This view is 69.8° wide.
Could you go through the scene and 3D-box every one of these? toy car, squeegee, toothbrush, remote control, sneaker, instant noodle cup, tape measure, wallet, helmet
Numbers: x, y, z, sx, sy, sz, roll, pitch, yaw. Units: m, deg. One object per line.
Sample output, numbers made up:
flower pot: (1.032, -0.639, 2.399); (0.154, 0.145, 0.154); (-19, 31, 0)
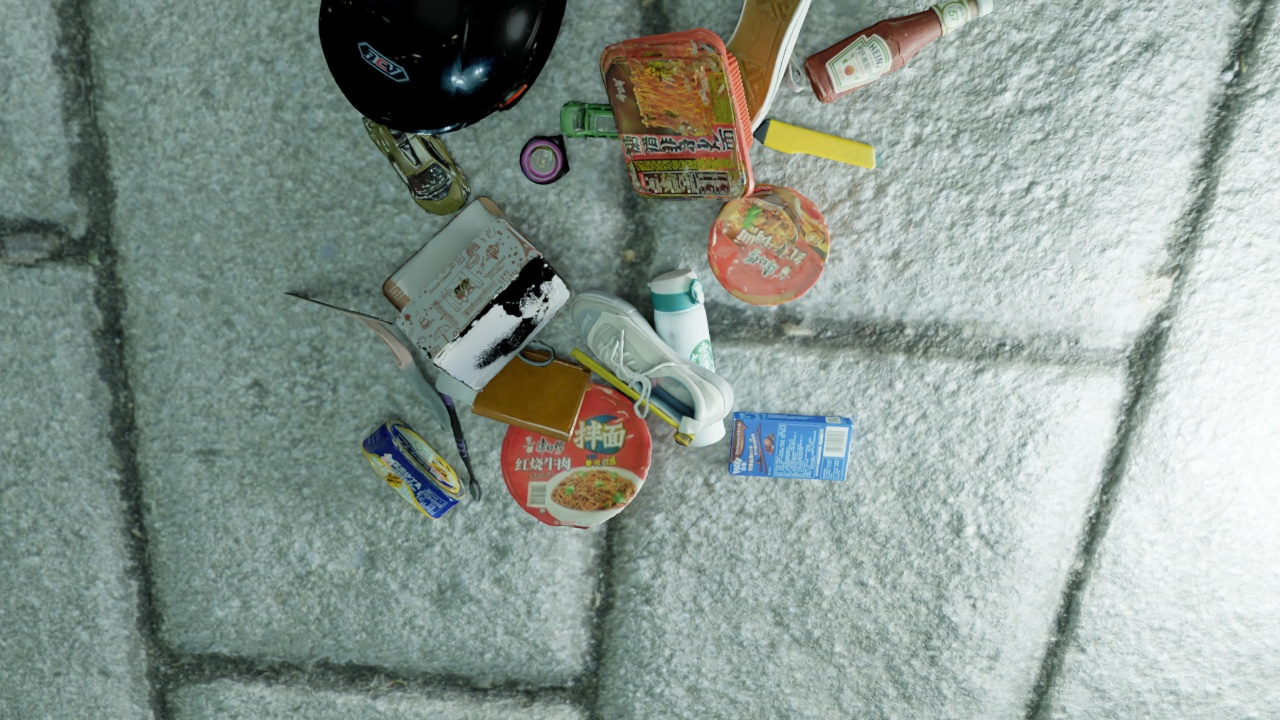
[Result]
toy car: (-0.050, -0.280, 1.073); (0.091, 0.036, 0.043); (4, 112, 4)
squeegee: (-0.306, 0.003, 1.161); (0.040, 0.248, 0.250); (-52, 131, -23)
toothbrush: (-0.245, 0.109, 1.240); (0.014, 0.016, 0.189); (-10, 109, 8)
remote control: (-0.199, 0.040, 1.208); (0.136, 0.020, 0.056); (24, 110, -10)
toothbrush: (-0.011, 0.046, 1.155); (0.190, 0.016, 0.016); (37, 76, 1)
sneaker: (-0.007, 0.006, 1.108); (0.242, 0.090, 0.090); (37, 129, 18)
instant noodle cup: (0.049, -0.271, 1.008); (0.165, 0.078, 0.189); (8, 129, 36)
tape measure: (-0.115, -0.238, 1.089); (0.058, 0.039, 0.057); (-13, 110, 2)
wallet: (-0.134, 0.031, 1.165); (0.131, 0.118, 0.035); (17, 156, 4)
toy car: (-0.264, -0.243, 1.092); (0.070, 0.042, 0.158); (-30, 110, 13)
sneaker: (0.134, -0.344, 1.012); (0.118, 0.087, 0.242); (36, 133, 12)
instant noodle cup: (-0.079, 0.127, 1.177); (0.194, 0.193, 0.066); (-6, 155, 4)
helmet: (-0.198, -0.372, 0.940); (0.233, 0.231, 0.274); (35, 69, -11)
instant noodle cup: (0.146, -0.143, 1.079); (0.138, 0.108, 0.138); (1, 111, 1)

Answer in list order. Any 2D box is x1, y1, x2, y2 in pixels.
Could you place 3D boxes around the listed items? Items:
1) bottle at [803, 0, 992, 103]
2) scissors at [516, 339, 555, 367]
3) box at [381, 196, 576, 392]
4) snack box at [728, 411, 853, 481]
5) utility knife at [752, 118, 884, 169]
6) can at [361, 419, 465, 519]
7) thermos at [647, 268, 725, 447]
bottle: (0.286, -0.355, 1.019); (0.206, 0.059, 0.060); (-24, 108, 11)
scissors: (-0.178, -0.046, 1.162); (0.159, 0.014, 0.175); (-41, 83, -1)
box: (-0.204, -0.093, 1.098); (0.182, 0.153, 0.181); (-45, 67, -2)
snack box: (0.198, 0.114, 1.221); (0.157, 0.026, 0.085); (3, 111, 1)
utility knife: (0.212, -0.253, 1.085); (0.164, 0.015, 0.033); (14, 117, -5)
can: (-0.301, 0.145, 1.225); (0.049, 0.074, 0.148); (-39, 106, 11)
thermos: (0.060, -0.005, 1.157); (0.073, 0.073, 0.224); (-9, 110, 5)
